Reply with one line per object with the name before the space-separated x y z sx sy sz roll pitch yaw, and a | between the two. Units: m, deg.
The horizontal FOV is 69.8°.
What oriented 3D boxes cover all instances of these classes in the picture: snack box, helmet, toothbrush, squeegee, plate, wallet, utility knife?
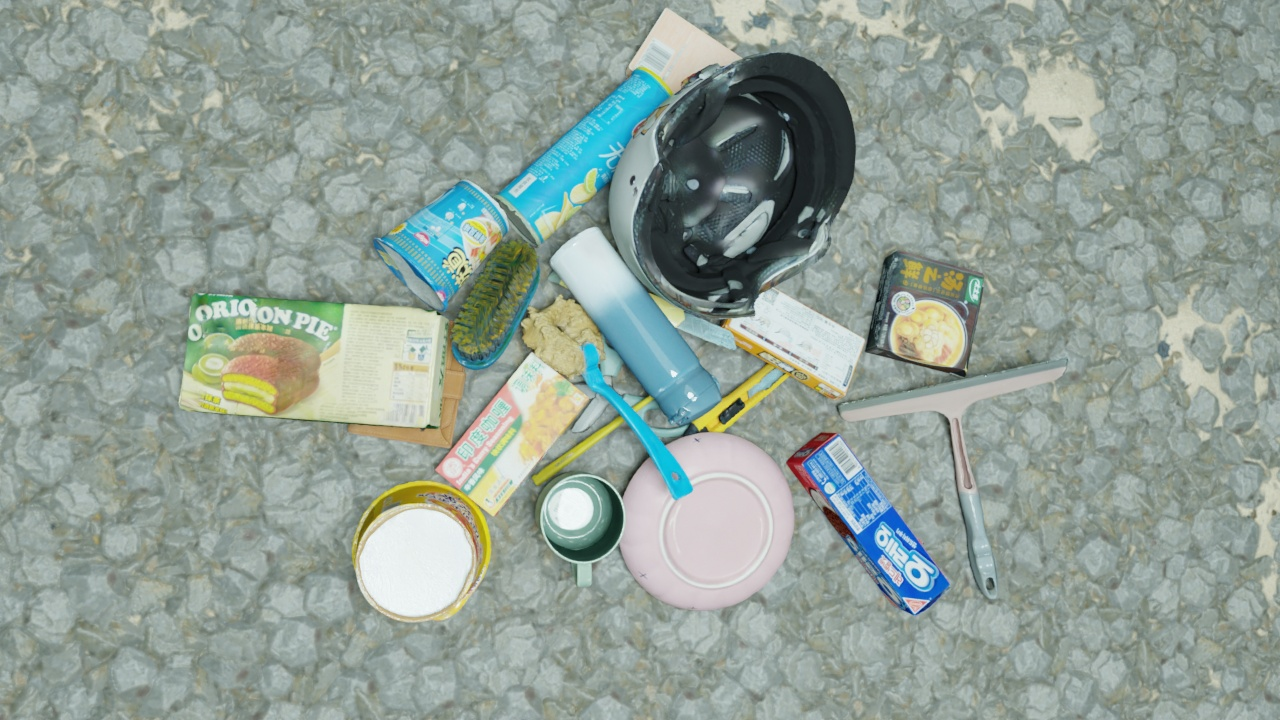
snack box | 0.071 -0.308 1.009 0.157 0.026 0.084 32 81 -6
helmet | 0.074 -0.176 0.930 0.273 0.157 0.230 -51 122 -15
snack box | 0.325 -0.050 1.024 0.125 0.053 0.113 14 84 -3
toothbrush | -0.035 0.068 0.955 0.190 0.016 0.016 -37 91 -4
squeegee | 0.364 0.141 1.019 0.248 0.040 0.249 -12 93 6
plate | 0.074 0.172 0.952 0.192 0.039 0.192 -1 96 -12
wallet | -0.233 0.018 0.935 0.108 0.031 0.131 10 85 -7
snack box | -0.130 0.075 0.942 0.077 0.027 0.155 38 83 2
snack box | -0.310 0.002 0.886 0.240 0.063 0.114 3 85 1
utility knife | 0.004 -0.058 0.965 0.212 0.022 0.031 21 80 11
utility knife | 0.114 0.037 0.988 0.170 0.015 0.033 -38 106 -17
snack box | 0.165 -0.025 0.995 0.153 0.026 0.075 29 65 -7
snack box | 0.245 0.175 0.986 0.057 0.058 0.207 -38 92 -10

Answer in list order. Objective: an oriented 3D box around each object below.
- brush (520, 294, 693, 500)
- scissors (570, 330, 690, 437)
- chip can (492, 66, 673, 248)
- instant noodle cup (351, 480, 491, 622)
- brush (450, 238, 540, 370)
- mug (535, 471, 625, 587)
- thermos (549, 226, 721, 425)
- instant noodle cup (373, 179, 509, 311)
brush | -0.030 0.033 0.916 0.083 0.046 0.254 -21 64 -40
scissors | -0.006 0.005 0.979 0.170 0.019 0.181 2 86 -8
chip can | -0.054 -0.212 0.960 0.210 0.071 0.071 -44 93 -9
instant noodle cup | -0.212 0.188 0.885 0.138 0.110 0.138 1 86 -11
brush | -0.145 -0.051 0.929 0.055 0.074 0.143 21 64 4
mug | -0.061 0.166 0.912 0.082 0.106 0.111 -4 86 -11
thermos | -0.003 -0.032 0.928 0.070 0.070 0.220 -37 85 -10
instant noodle cup | -0.193 -0.120 0.924 0.099 0.099 0.109 44 72 -4
